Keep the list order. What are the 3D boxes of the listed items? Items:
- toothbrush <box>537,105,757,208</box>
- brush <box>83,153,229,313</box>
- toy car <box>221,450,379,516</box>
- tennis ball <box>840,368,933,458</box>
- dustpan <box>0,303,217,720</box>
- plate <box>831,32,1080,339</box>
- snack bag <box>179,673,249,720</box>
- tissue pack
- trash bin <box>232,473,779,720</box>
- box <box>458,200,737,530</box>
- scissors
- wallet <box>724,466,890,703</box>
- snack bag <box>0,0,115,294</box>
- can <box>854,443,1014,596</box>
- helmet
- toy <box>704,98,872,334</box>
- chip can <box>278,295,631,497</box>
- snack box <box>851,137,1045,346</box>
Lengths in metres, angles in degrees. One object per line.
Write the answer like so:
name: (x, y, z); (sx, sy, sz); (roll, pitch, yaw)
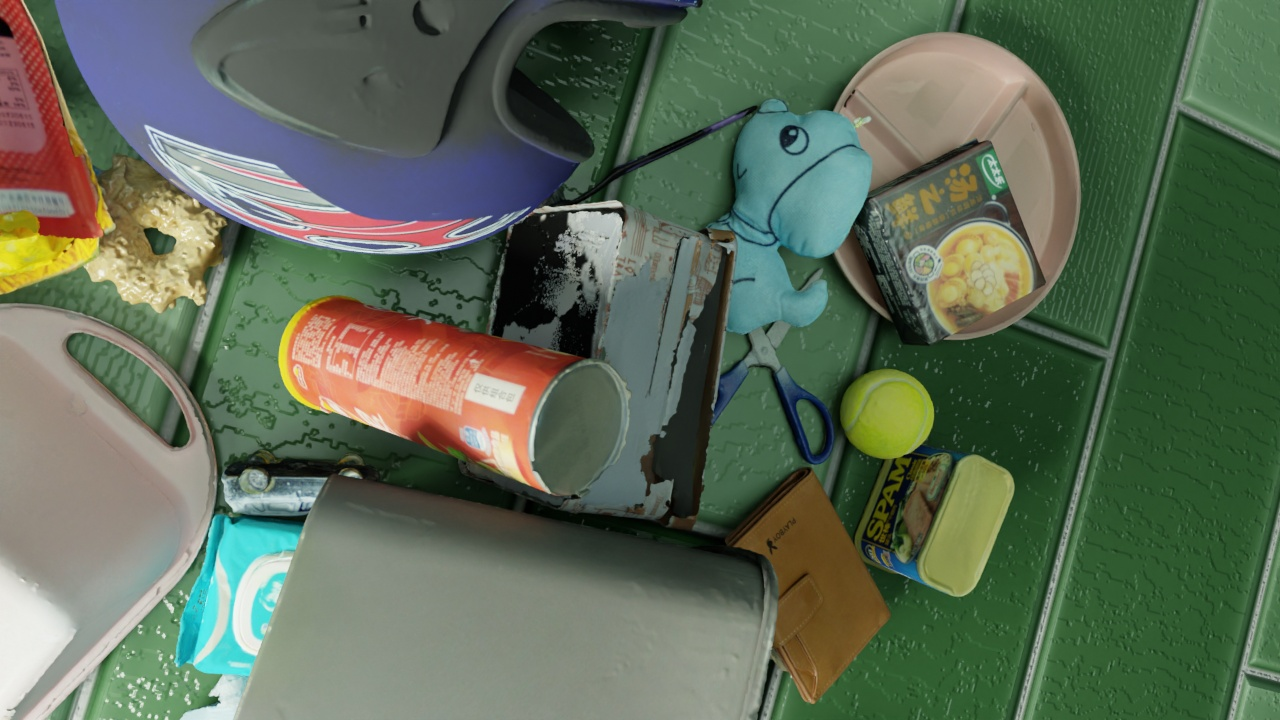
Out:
toothbrush: (0.002, -0.140, 0.635); (0.188, 0.014, 0.016); (-29, 86, -14)
brush: (-0.346, -0.123, 0.520); (0.254, 0.046, 0.083); (38, 85, -10)
toy car: (-0.207, 0.076, 0.561); (0.090, 0.043, 0.034); (2, 97, -18)
tennis ball: (0.178, 0.039, 0.664); (0.065, 0.065, 0.065); (0, 91, -17)
dustpan: (-0.388, 0.105, 0.525); (0.274, 0.138, 0.222); (-36, 104, 15)
plate: (0.233, -0.130, 0.697); (0.229, 0.028, 0.229); (-1, 92, -18)
snack bag: (-0.258, 0.284, 0.554); (0.110, 0.039, 0.190); (36, 80, -6)
tissue pack: (-0.204, 0.147, 0.559); (0.133, 0.050, 0.093); (12, 89, -16)
trash bin: (-0.074, 0.162, 0.476); (0.219, 0.199, 0.198); (19, 77, -8)
box: (-0.001, 0.004, 0.573); (0.148, 0.147, 0.181); (14, 87, -40)
scissors: (0.089, 0.007, 0.665); (0.175, 0.012, 0.162); (-45, 100, -12)
wallet: (0.118, 0.158, 0.654); (0.107, 0.031, 0.132); (-35, 100, -35)
snack bag: (-0.364, -0.138, 0.470); (0.128, 0.073, 0.208); (-27, 87, -12)
can: (0.212, 0.112, 0.666); (0.057, 0.083, 0.102); (25, 84, -16)
helmet: (-0.124, -0.176, 0.480); (0.315, 0.247, 0.241); (4, 117, -20)
toy: (0.100, -0.105, 0.630); (0.156, 0.050, 0.161); (-31, 68, 11)
chip can: (-0.109, 0.013, 0.499); (0.073, 0.217, 0.073); (-18, 113, -48)
snack box: (0.225, -0.088, 0.659); (0.125, 0.053, 0.113); (-27, 100, -9)
